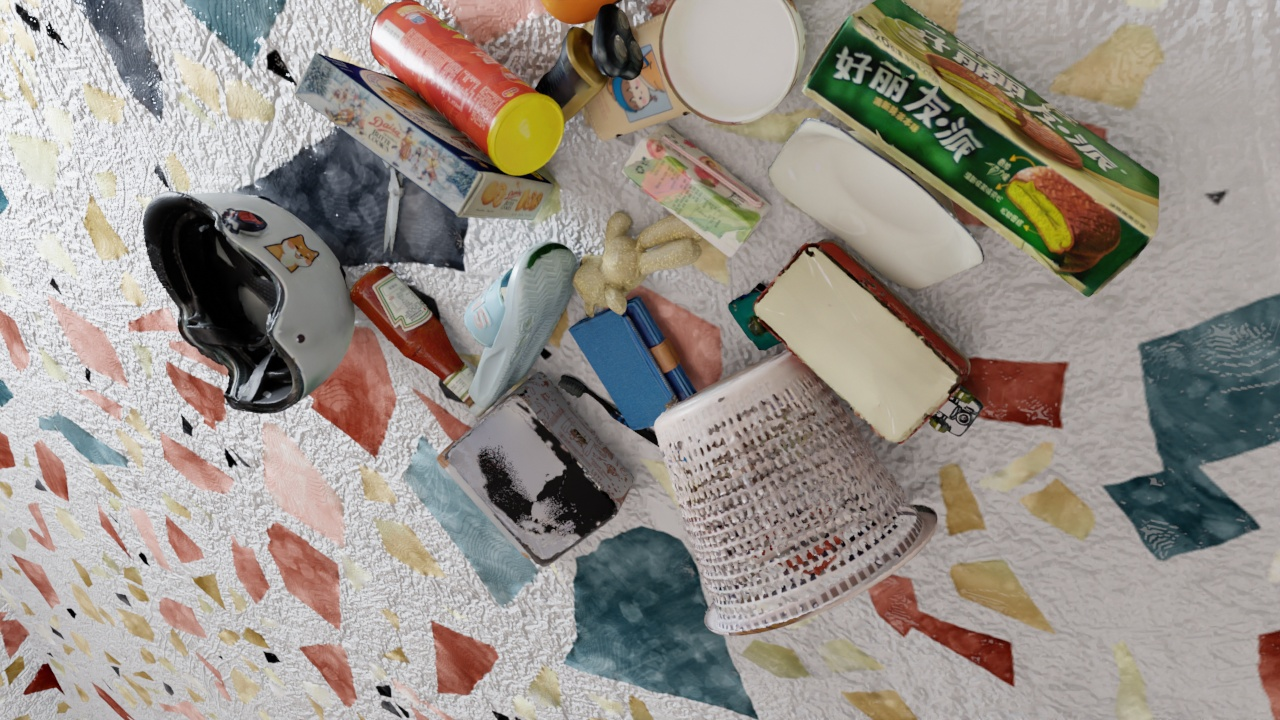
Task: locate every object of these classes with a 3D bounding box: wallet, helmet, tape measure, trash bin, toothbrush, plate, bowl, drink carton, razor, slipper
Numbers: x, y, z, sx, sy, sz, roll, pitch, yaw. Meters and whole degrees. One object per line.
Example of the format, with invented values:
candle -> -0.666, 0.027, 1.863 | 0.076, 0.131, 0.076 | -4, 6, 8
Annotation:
wallet -> -0.005, -0.243, 0.787 | 0.115, 0.024, 0.087 | -6, 119, 40
helmet -> -0.435, -0.083, 1.072 | 0.274, 0.156, 0.231 | 53, 134, 7
tape measure -> 0.114, -0.040, 0.840 | 0.055, 0.025, 0.058 | -29, 101, 42
trash bin -> 0.118, 0.105, 0.823 | 0.228, 0.226, 0.192 | -28, 89, 41
toothbrush -> -0.011, 0.071, 0.996 | 0.189, 0.016, 0.014 | 33, 139, 9
plate -> 0.181, -0.123, 0.697 | 0.163, 0.034, 0.164 | 38, 172, -1
bowl -> 0.077, -0.246, 0.707 | 0.113, 0.062, 0.114 | 16, 126, 22
drink carton -> 0.050, -0.149, 0.792 | 0.122, 0.053, 0.046 | 39, 131, 5
wallet -> -0.006, 0.005, 0.936 | 0.107, 0.040, 0.133 | -19, 108, 48
razor -> -0.056, -0.233, 0.784 | 0.067, 0.062, 0.168 | 14, 157, -28
slipper -> -0.135, -0.041, 0.950 | 0.074, 0.103, 0.246 | 40, 138, 7

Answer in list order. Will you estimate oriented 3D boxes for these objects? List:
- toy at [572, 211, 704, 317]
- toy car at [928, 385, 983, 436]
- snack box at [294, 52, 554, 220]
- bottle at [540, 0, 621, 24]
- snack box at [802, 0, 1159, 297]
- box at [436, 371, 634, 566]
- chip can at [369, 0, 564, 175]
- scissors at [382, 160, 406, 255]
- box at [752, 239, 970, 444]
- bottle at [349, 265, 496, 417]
toy -> -0.004, -0.091, 0.855 | 0.158, 0.066, 0.105 | -21, 65, 45
toy car -> 0.246, 0.026, 0.788 | 0.090, 0.035, 0.042 | 35, 112, 15
snack box -> -0.185, -0.196, 0.828 | 0.182, 0.177, 0.046 | 36, 104, 6
bottle -> -0.012, -0.320, 0.720 | 0.150, 0.066, 0.067 | -15, 110, 30
snack box -> 0.235, -0.154, 0.630 | 0.240, 0.114, 0.063 | 38, 129, 7
box -> -0.143, 0.147, 1.069 | 0.179, 0.125, 0.274 | 49, 137, -4
chip can -> -0.158, -0.243, 0.804 | 0.216, 0.073, 0.073 | 42, 135, 31
scissors -> -0.259, -0.180, 0.993 | 0.136, 0.014, 0.175 | 3, 120, 32
box -> 0.177, -0.015, 0.750 | 0.168, 0.079, 0.091 | 45, 115, 13
bottle -> -0.247, -0.019, 1.060 | 0.206, 0.059, 0.060 | 47, 132, -3
